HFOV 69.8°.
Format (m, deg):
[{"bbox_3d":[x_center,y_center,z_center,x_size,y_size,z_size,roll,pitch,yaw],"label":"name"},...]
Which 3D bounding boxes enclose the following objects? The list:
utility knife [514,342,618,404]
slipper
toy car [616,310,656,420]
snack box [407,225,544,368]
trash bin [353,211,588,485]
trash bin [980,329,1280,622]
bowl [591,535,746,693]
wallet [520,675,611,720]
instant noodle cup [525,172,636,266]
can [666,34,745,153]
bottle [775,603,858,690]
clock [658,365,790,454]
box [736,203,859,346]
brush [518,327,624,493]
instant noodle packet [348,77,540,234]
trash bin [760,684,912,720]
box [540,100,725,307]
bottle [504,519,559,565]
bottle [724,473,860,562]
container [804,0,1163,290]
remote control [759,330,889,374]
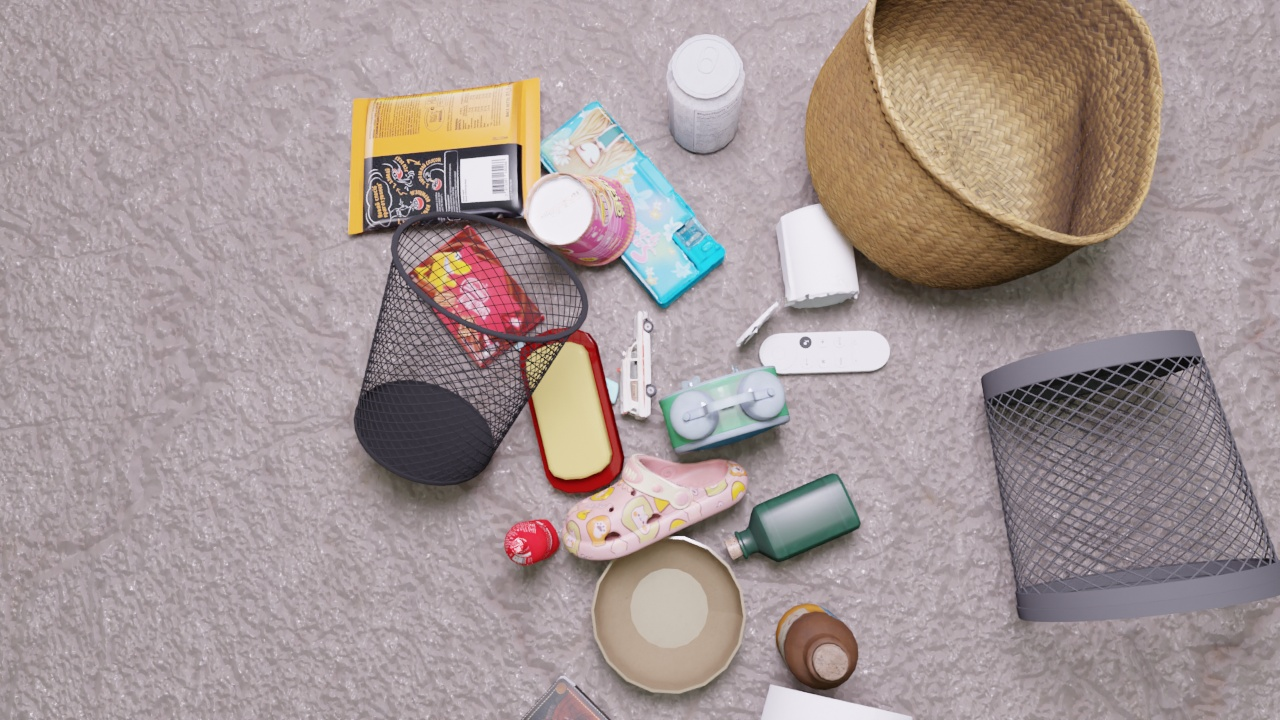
[{"bbox_3d":[-0.079,0.010,0.987,0.126,0.015,0.022,26,91,10],"label":"utility knife"},{"bbox_3d":[0.009,0.129,0.920,0.197,0.093,0.081,-19,108,-8],"label":"slipper"},{"bbox_3d":[-0.006,0.006,0.969,0.039,0.039,0.113,-1,82,-8],"label":"toy car"},{"bbox_3d":[-0.179,-0.069,0.999,0.089,0.021,0.133,-40,82,-2],"label":"snack box"},{"bbox_3d":[-0.176,-0.002,0.879,0.184,0.183,0.211,35,123,7],"label":"trash bin"},{"bbox_3d":[0.437,0.108,0.847,0.218,0.218,0.227,-9,77,2],"label":"trash bin"},{"bbox_3d":[0.028,0.252,0.926,0.152,0.050,0.152,0,82,3],"label":"bowl"},{"bbox_3d":[-0.058,0.387,0.928,0.123,0.019,0.072,43,82,8],"label":"wallet"},{"bbox_3d":[-0.065,-0.146,0.927,0.098,0.108,0.097,1,93,15],"label":"instant noodle cup"},{"bbox_3d":[0.067,-0.275,0.957,0.078,0.136,0.078,0,82,3],"label":"can"},{"bbox_3d":[0.168,0.271,0.862,0.068,0.157,0.067,0,82,3],"label":"bottle"},{"bbox_3d":[0.082,0.043,0.897,0.122,0.161,0.075,-16,82,0],"label":"clock"},{"bbox_3d":[0.155,-0.088,0.956,0.141,0.083,0.140,-8,82,-4],"label":"box"},{"bbox_3d":[-0.073,0.052,0.954,0.082,0.042,0.173,-14,88,6],"label":"brush"},{"bbox_3d":[-0.216,-0.225,1.008,0.221,0.032,0.159,-3,79,10],"label":"instant noodle packet"},{"bbox_3d":[0.167,0.414,0.839,0.195,0.196,0.199,11,73,5],"label":"trash bin"},{"bbox_3d":[-0.013,-0.171,0.994,0.094,0.041,0.227,-39,82,-2],"label":"box"},{"bbox_3d":[-0.108,0.178,0.899,0.042,0.141,0.042,0,82,3],"label":"bottle"},{"bbox_3d":[0.148,0.166,0.926,0.131,0.061,0.061,-23,79,0],"label":"bottle"},{"bbox_3d":[0.309,-0.225,0.879,0.306,0.197,0.306,5,73,-15],"label":"container"},{"bbox_3d":[0.195,-0.008,0.973,0.136,0.013,0.043,-2,82,3],"label":"remote control"}]
